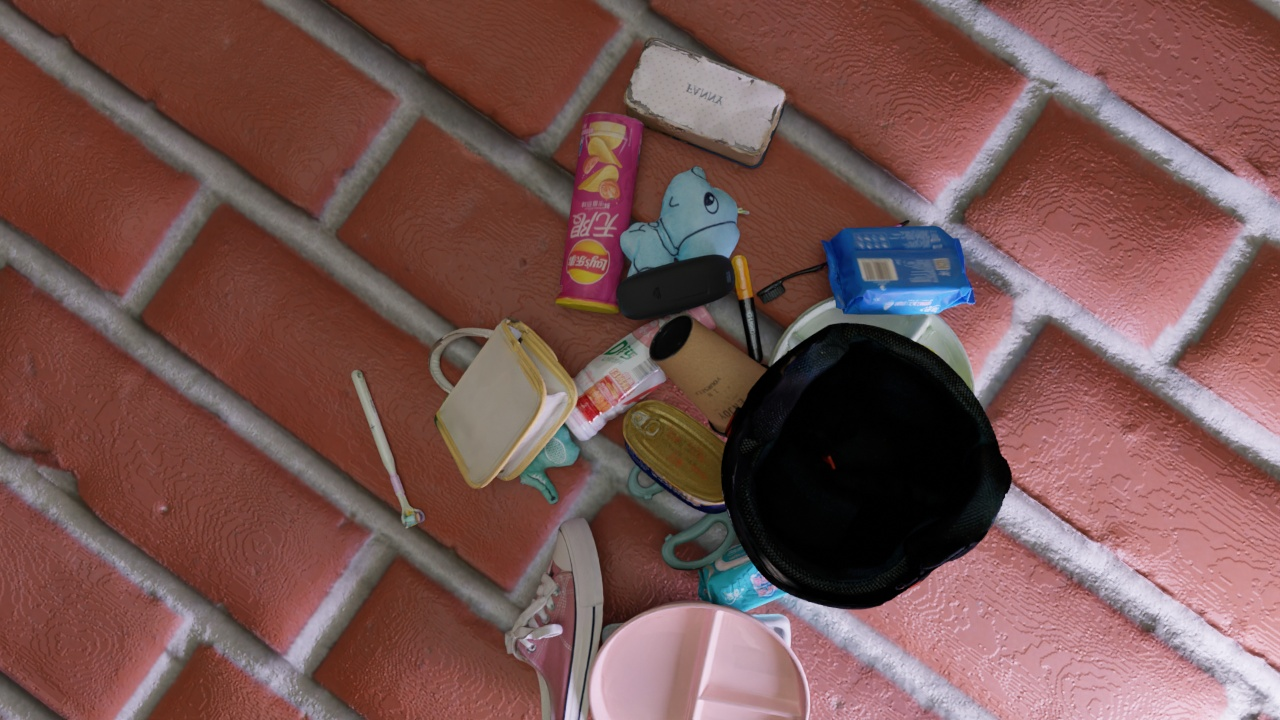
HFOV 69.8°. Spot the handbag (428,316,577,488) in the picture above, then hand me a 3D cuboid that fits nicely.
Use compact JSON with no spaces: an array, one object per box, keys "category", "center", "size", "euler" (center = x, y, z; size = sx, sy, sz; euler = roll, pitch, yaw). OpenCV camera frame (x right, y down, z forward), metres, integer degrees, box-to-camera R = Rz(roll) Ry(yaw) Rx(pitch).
[{"category":"handbag","center":[-0.162,0.028,0.998],"size":[0.164,0.063,0.178],"euler":[-51,62,27]}]

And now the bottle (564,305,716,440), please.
[{"category":"bottle","center":[-0.006,0.006,1.010],"size":[0.197,0.068,0.068],"euler":[-38,87,-3]}]

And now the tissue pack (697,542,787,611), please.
[{"category":"tissue pack","center":[0.123,0.223,0.982],"size":[0.133,0.093,0.050],"euler":[-24,95,3]}]

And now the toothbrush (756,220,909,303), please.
[{"category":"toothbrush","center":[0.217,-0.111,1.027],"size":[0.189,0.014,0.018],"euler":[-26,97,1]}]

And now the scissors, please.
[{"category":"scissors","center":[0.077,0.162,1.005],"size":[0.176,0.019,0.171],"euler":[-4,66,-2]}]

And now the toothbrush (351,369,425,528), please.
[{"category":"toothbrush","center":[-0.290,0.098,1.043],"size":[0.020,0.029,0.189],"euler":[-26,85,42]}]

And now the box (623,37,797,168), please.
[{"category":"box","center":[0.077,-0.282,1.015],"size":[0.184,0.063,0.090],"euler":[24,90,1]}]

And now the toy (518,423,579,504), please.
[{"category":"toy","center":[-0.107,0.112,1.024],"size":[0.092,0.030,0.096],"euler":[-31,95,23]}]

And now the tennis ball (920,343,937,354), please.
[{"category":"tennis ball","center":[0.286,0.014,0.967],"size":[0.065,0.065,0.065],"euler":[0,88,2]}]

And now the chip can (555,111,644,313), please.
[{"category":"chip can","center":[-0.044,-0.161,1.011],"size":[0.071,0.071,0.210],"euler":[8,89,3]}]

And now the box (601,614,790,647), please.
[{"category":"box","center":[0.064,0.338,0.998],"size":[0.201,0.063,0.160],"euler":[-5,108,3]}]

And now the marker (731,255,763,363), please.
[{"category":"marker","center":[0.120,-0.057,1.029],"size":[0.018,0.015,0.124],"euler":[-10,90,7]}]

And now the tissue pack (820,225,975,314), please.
[{"category":"tissue pack","center":[0.277,-0.095,0.987],"size":[0.157,0.052,0.094],"euler":[-2,59,-6]}]

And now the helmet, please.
[{"category":"helmet","center":[0.194,0.103,0.867],"size":[0.233,0.230,0.274],"euler":[40,76,8]}]

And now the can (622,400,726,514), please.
[{"category":"can","center":[0.046,0.105,0.992],"size":[0.148,0.049,0.074],"euler":[36,70,16]}]

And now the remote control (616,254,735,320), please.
[{"category":"remote control","center":[0.041,-0.078,0.968],"size":[0.136,0.024,0.053],"euler":[-16,100,-17]}]

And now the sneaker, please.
[{"category":"sneaker","center":[-0.096,0.289,0.988],"size":[0.087,0.118,0.241],"euler":[4,94,-18]}]

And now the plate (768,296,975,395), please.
[{"category":"plate","center":[0.251,0.037,1.015],"size":[0.230,0.027,0.230],"euler":[0,88,3]}]

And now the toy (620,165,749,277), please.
[{"category":"toy","center":[0.050,-0.135,1.006],"size":[0.156,0.050,0.161],"euler":[-8,84,-21]}]

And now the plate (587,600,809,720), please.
[{"category":"plate","center":[0.060,0.348,0.957],"size":[0.229,0.028,0.230],"euler":[2,108,6]}]

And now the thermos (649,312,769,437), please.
[{"category":"thermos","center":[0.079,0.016,0.969],"size":[0.143,0.093,0.093],"euler":[40,90,-30]}]
